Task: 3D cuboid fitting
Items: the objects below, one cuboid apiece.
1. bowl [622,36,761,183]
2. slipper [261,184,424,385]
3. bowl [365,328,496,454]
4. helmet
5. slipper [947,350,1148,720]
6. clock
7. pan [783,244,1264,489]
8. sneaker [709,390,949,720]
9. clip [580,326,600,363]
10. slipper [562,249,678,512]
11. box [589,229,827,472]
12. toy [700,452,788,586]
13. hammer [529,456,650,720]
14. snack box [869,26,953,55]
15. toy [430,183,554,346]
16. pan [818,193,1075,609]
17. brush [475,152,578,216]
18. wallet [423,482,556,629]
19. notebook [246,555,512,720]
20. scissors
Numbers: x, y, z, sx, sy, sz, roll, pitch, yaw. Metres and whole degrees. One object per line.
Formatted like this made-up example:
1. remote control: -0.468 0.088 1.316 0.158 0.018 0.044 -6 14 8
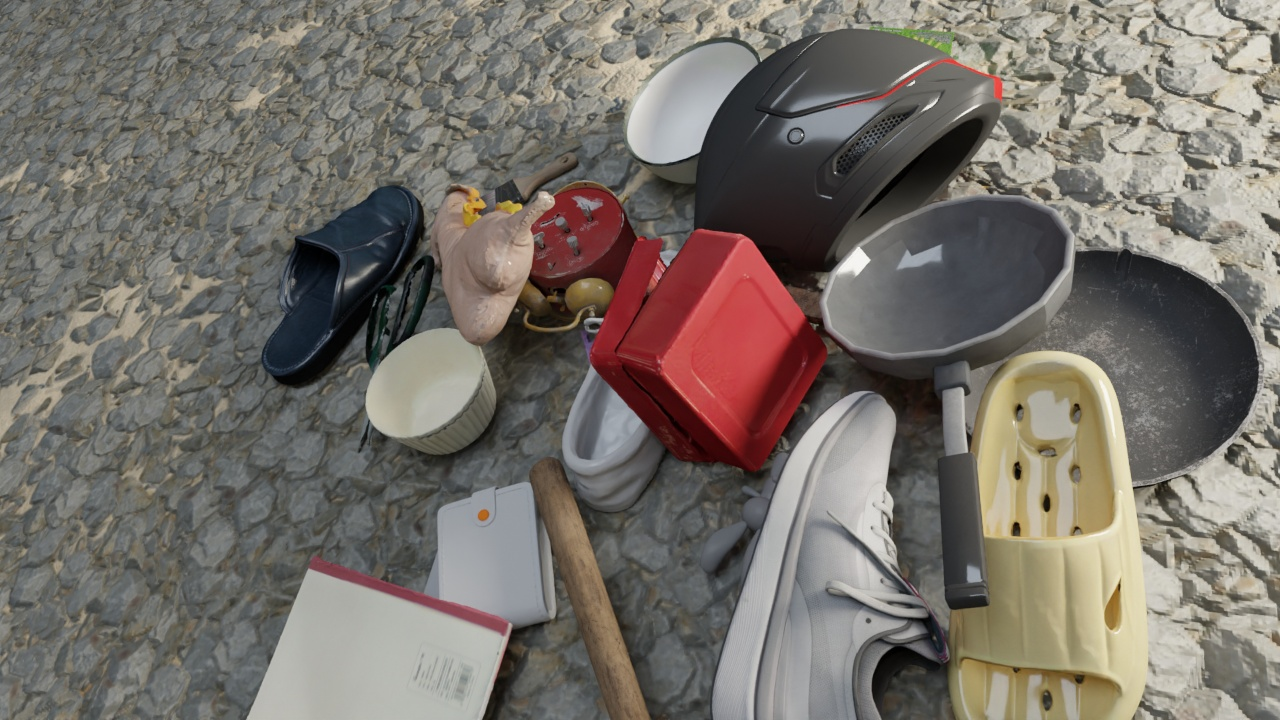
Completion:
1. bowl: 0.064 -0.235 0.903 0.154 0.073 0.153 -19 54 27
2. slipper: -0.328 -0.103 0.979 0.109 0.083 0.264 9 59 30
3. bowl: -0.181 0.035 0.829 0.115 0.062 0.115 -12 52 15
4. helmet: 0.147 -0.177 0.769 0.265 0.164 0.170 -44 69 13
5. slipper: 0.245 0.109 0.557 0.111 0.079 0.261 0 69 28
6. clock: -0.065 -0.094 0.861 0.117 0.081 0.158 4 58 25
7. pan: 0.257 -0.010 0.694 0.357 0.040 0.207 15 63 32
8. sneaker: 0.144 0.140 0.600 0.129 0.097 0.262 11 65 26
9. clip: -0.037 -0.016 0.838 0.042 0.014 0.052 -34 47 -6
10. slipper: -0.005 0.004 0.779 0.112 0.075 0.246 14 60 13
11. box: 0.054 -0.005 0.689 0.113 0.157 0.134 5 60 38
12. toy: 0.089 0.114 0.678 0.049 0.030 0.111 19 57 33
13. hammer: -0.024 0.192 0.628 0.130 0.040 0.321 -49 44 25
14. snack box: 0.248 -0.257 0.872 0.080 0.025 0.147 9 60 14
15. toy: -0.147 -0.122 0.862 0.196 0.065 0.264 -57 30 24
16. pan: 0.204 0.009 0.600 0.179 0.041 0.356 -15 37 26
17. brush: -0.135 -0.185 1.001 0.151 0.012 0.039 -29 50 1
18. wallet: -0.130 0.163 0.733 0.115 0.037 0.118 -17 55 11
19. notebook: -0.205 0.246 0.699 0.209 0.012 0.153 9 72 29
20. scissors: -0.235 -0.012 0.880 0.142 0.015 0.209 -34 47 38
